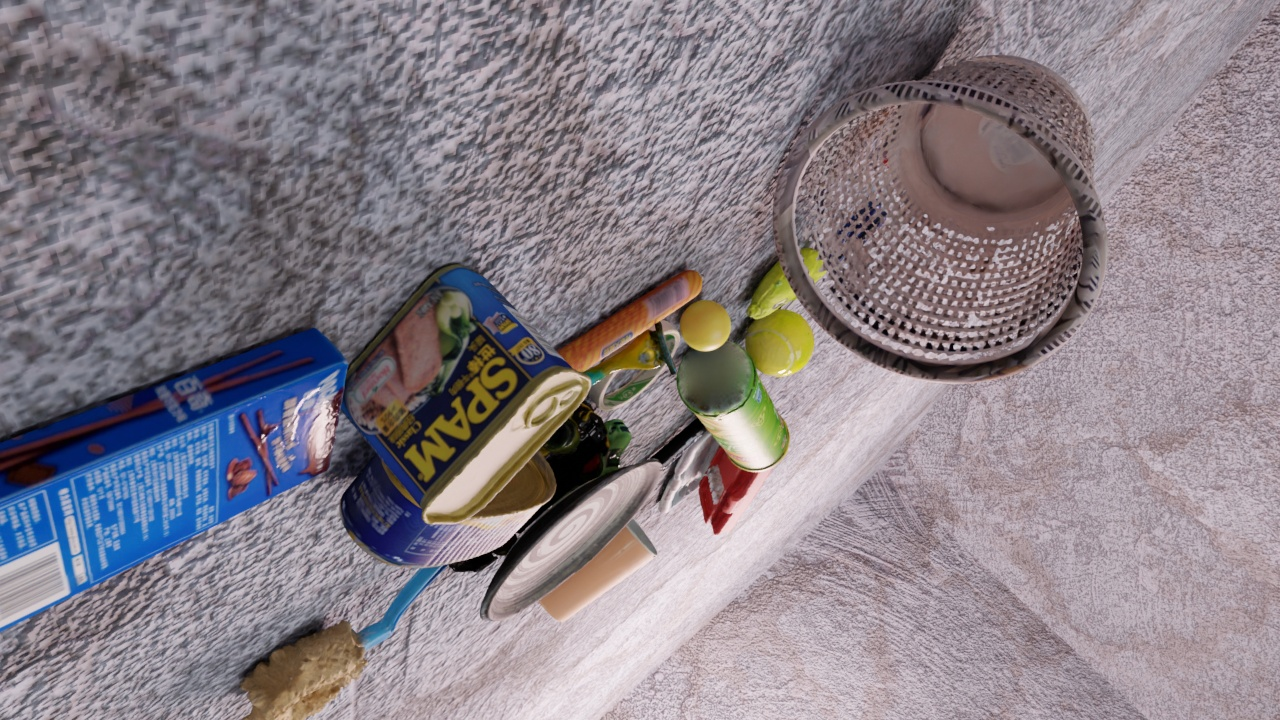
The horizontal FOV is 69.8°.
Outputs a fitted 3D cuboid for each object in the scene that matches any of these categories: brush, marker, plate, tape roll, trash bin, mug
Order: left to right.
[{"bbox_3d":[-0.182,0.179,0.683,0.254,0.046,0.083,-40,157,-25],"label":"brush"},{"bbox_3d":[-0.056,0.134,0.709,0.179,0.024,0.180,-40,162,-16],"label":"plate"},{"bbox_3d":[-0.053,0.211,0.959,0.123,0.078,0.078,-39,161,1],"label":"mug"},{"bbox_3d":[-0.004,0.004,0.714,0.085,0.014,0.086,-39,160,-17],"label":"tape roll"},{"bbox_3d":[0.051,0.078,0.971,0.132,0.022,0.020,-42,150,-7],"label":"marker"},{"bbox_3d":[0.241,-0.127,0.686,0.191,0.227,0.228,-46,166,-41],"label":"trash bin"}]

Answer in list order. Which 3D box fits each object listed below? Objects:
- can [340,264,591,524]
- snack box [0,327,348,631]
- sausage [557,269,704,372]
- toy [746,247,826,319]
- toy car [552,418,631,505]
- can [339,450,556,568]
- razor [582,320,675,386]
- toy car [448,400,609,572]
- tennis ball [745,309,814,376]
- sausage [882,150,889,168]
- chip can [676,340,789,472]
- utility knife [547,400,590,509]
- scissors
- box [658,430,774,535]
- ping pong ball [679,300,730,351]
[{"bbox_3d":[-0.090,0.016,0.454,0.102,0.083,0.057,-47,161,5],"label":"can"},{"bbox_3d":[-0.199,0.047,0.379,0.156,0.026,0.085,-28,155,-41],"label":"snack box"},{"bbox_3d":[-0.014,-0.022,0.629,0.164,0.021,0.021,-34,158,-28],"label":"sausage"},{"bbox_3d":[0.134,-0.073,0.814,0.097,0.031,0.100,-48,165,10],"label":"toy"},{"bbox_3d":[-0.040,0.086,0.740,0.091,0.036,0.043,-55,154,13],"label":"toy car"},{"bbox_3d":[-0.112,0.079,0.556,0.049,0.074,0.148,-47,161,17],"label":"can"},{"bbox_3d":[-0.035,0.019,0.649,0.132,0.028,0.043,-31,131,-15],"label":"razor"},{"bbox_3d":[-0.087,0.092,0.674,0.155,0.041,0.071,-43,148,-7],"label":"toy car"},{"bbox_3d":[0.132,-0.017,0.874,0.065,0.065,0.065,-39,160,-17],"label":"tennis ball"},{"bbox_3d":[0.250,-0.181,0.850,0.020,0.020,0.155,-53,160,22],"label":"sausage"},{"bbox_3d":[0.093,0.048,0.880,0.072,0.072,0.221,-44,153,-2],"label":"chip can"},{"bbox_3d":[-0.060,0.080,0.755,0.029,0.013,0.165,-33,157,-32],"label":"utility knife"},{"bbox_3d":[0.178,-0.093,0.896,0.170,0.012,0.141,-38,162,-17],"label":"scissors"},{"bbox_3d":[0.077,0.134,1.084,0.098,0.095,0.202,-6,148,-16],"label":"box"},{"bbox_3d":[0.051,-0.027,0.722,0.040,0.040,0.040,-39,160,-17],"label":"ping pong ball"}]
